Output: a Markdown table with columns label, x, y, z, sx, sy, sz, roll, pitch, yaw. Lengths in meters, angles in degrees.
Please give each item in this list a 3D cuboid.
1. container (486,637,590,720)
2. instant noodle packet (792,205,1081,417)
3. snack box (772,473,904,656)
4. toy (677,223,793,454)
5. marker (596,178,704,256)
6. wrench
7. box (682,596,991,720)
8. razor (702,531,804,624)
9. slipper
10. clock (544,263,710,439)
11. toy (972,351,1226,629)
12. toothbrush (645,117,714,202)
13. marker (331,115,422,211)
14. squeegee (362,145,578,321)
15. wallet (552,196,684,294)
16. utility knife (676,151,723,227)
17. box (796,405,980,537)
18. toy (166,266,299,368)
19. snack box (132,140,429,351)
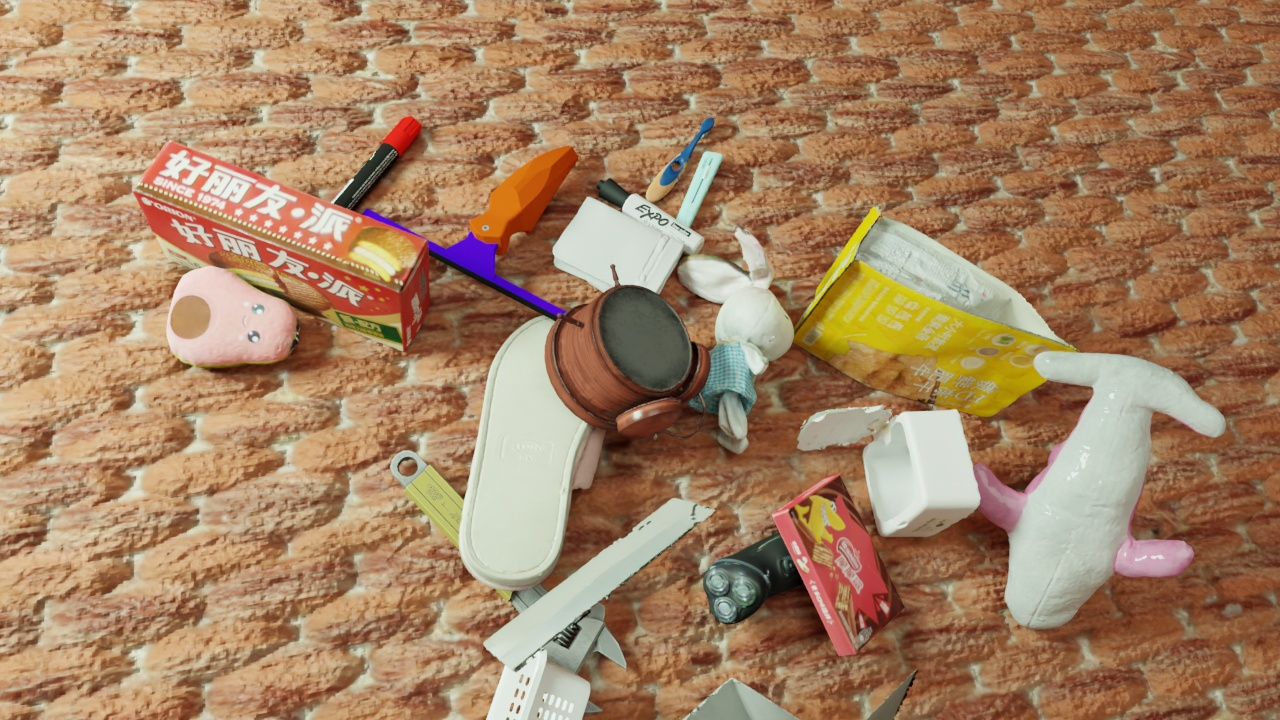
| label | x | y | z | sx | sy | sz | roll | pitch | yaw |
| --- | --- | --- | --- | --- | --- | --- | --- | --- | --- |
| container | -0.084 | 0.282 | 0.689 | 0.049 | 0.081 | 0.129 | 23 | 75 | -17 |
| instant noodle packet | 0.273 | -0.027 | 0.868 | 0.221 | 0.163 | 0.084 | 28 | 62 | 1 |
| snack box | 0.173 | 0.175 | 0.799 | 0.089 | 0.021 | 0.133 | -22 | 85 | -44 |
| toy | 0.103 | -0.013 | 0.867 | 0.105 | 0.131 | 0.205 | 11 | 69 | -25 |
| marker | 0.008 | -0.148 | 0.939 | 0.126 | 0.025 | 0.025 | 35 | 63 | 11 |
| wrench | -0.117 | 0.179 | 0.769 | 0.273 | 0.018 | 0.083 | 44 | 69 | 9 |
| box | 0.080 | 0.281 | 0.567 | 0.166 | 0.370 | 0.150 | -34 | 73 | -24 |
| razor | 0.117 | 0.180 | 0.794 | 0.140 | 0.064 | 0.053 | -18 | 92 | -30 |
| slipper | -0.091 | 0.074 | 0.802 | 0.114 | 0.055 | 0.273 | 13 | 54 | -1 |
| clock | -0.004 | 0.004 | 0.796 | 0.157 | 0.072 | 0.120 | 49 | 47 | -7 |
| toy | 0.395 | 0.115 | 0.828 | 0.187 | 0.266 | 0.127 | 21 | 21 | 19 |
| toothbrush | 0.043 | -0.215 | 0.990 | 0.021 | 0.017 | 0.134 | 32 | 66 | 8 |
| marker | -0.266 | -0.187 | 0.906 | 0.023 | 0.021 | 0.144 | 18 | 61 | 22 |
| squeegee | -0.119 | -0.153 | 0.897 | 0.250 | 0.055 | 0.184 | 28 | 56 | 15 |
| wallet | -0.022 | -0.105 | 0.911 | 0.116 | 0.032 | 0.086 | 29 | 68 | 11 |
| utility knife | 0.057 | -0.171 | 0.973 | 0.022 | 0.015 | 0.128 | 22 | 66 | 2 |
| box | 0.211 | 0.092 | 0.831 | 0.136 | 0.109 | 0.124 | 0 | 64 | -13 |
| toy | -0.352 | -0.034 | 0.799 | 0.110 | 0.051 | 0.090 | 9 | 73 | -12 |
| snack box | -0.304 | -0.096 | 0.804 | 0.236 | 0.113 | 0.060 | 21 | 62 | -2 |
